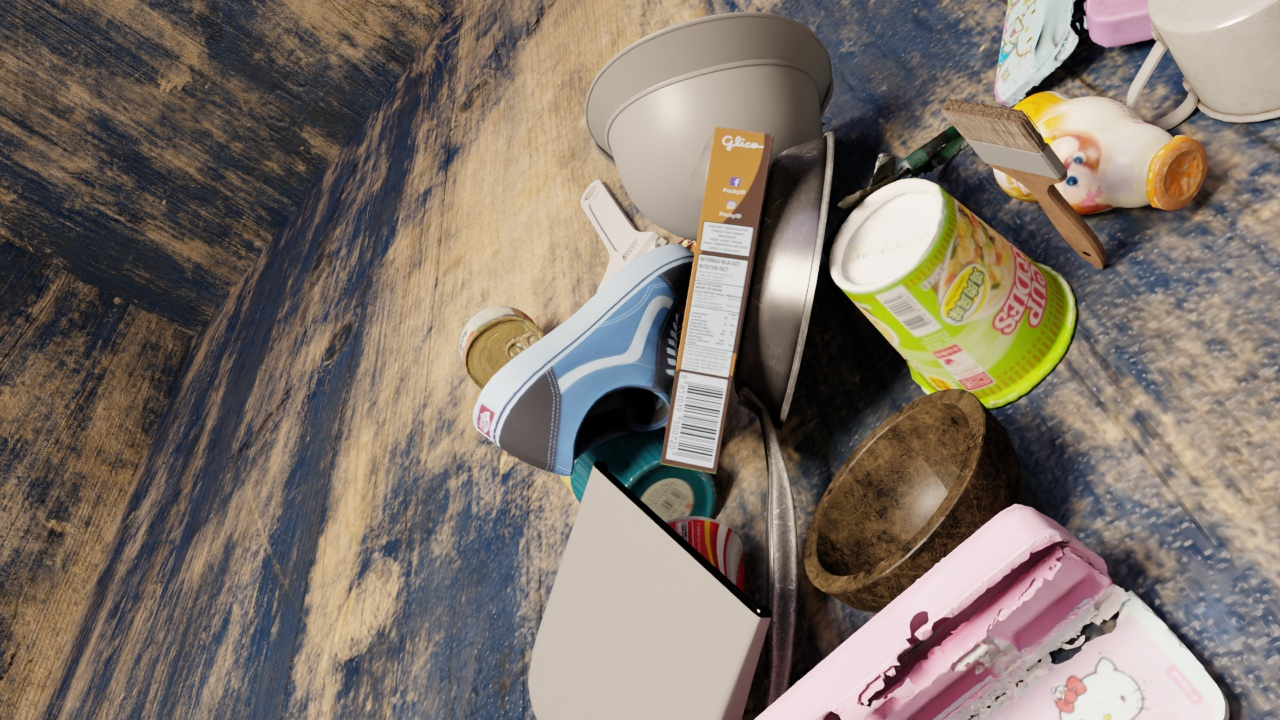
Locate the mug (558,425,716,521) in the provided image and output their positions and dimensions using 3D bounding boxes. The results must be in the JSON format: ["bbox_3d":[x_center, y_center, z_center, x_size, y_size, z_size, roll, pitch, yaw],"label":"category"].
[{"bbox_3d":[0.004,0.070,0.651,0.113,0.083,0.107,-52,30,0],"label":"mug"}]

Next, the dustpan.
[{"bbox_3d":[-0.015,0.208,0.516,0.163,0.033,0.258,34,109,52],"label":"dustpan"}]

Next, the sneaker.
[{"bbox_3d":[-0.004,0.004,0.645,0.240,0.098,0.084,-43,-21,-43],"label":"sneaker"}]

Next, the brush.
[{"bbox_3d":[0.199,-0.081,0.450,0.008,0.143,0.045,-57,38,2],"label":"brush"}]

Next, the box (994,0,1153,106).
[{"bbox_3d":[0.299,-0.272,0.591,0.150,0.049,0.213,-18,47,52],"label":"box"}]

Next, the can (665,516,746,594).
[{"bbox_3d":[0.032,0.151,0.549,0.064,0.064,0.104,-35,36,32],"label":"can"}]

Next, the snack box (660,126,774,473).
[{"bbox_3d":[0.046,-0.036,0.547,0.101,0.032,0.186,-44,-37,-81],"label":"snack box"}]

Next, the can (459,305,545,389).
[{"bbox_3d":[-0.139,-0.010,0.931,0.086,0.086,0.043,-53,29,6],"label":"can"}]

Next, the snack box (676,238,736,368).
[{"bbox_3d":[0.049,-0.046,0.746,0.051,0.031,0.140,-31,38,37],"label":"snack box"}]

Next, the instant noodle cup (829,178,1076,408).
[{"bbox_3d":[0.163,-0.040,0.498,0.099,0.108,0.098,-35,36,31],"label":"instant noodle cup"}]

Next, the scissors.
[{"bbox_3d":[0.164,-0.117,0.554,0.147,0.015,0.209,-39,-8,8],"label":"scissors"}]

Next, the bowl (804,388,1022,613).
[{"bbox_3d":[0.143,0.079,0.456,0.121,0.056,0.121,-51,9,11],"label":"bowl"}]

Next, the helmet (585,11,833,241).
[{"bbox_3d":[0.063,-0.136,0.679,0.183,0.271,0.117,-13,78,9],"label":"helmet"}]

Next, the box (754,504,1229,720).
[{"bbox_3d":[0.130,0.166,0.386,0.202,0.087,0.102,-47,44,16],"label":"box"}]

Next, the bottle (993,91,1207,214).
[{"bbox_3d":[0.244,-0.109,0.494,0.063,0.063,0.109,-54,31,4],"label":"bottle"}]

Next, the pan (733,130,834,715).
[{"bbox_3d":[0.082,0.030,0.550,0.187,0.055,0.356,84,-164,-71],"label":"pan"}]

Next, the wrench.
[{"bbox_3d":[-0.032,-0.127,0.959,0.087,0.018,0.273,-51,29,13],"label":"wrench"}]

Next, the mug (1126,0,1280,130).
[{"bbox_3d":[0.297,-0.166,0.463,0.113,0.070,0.084,-32,38,33],"label":"mug"}]
